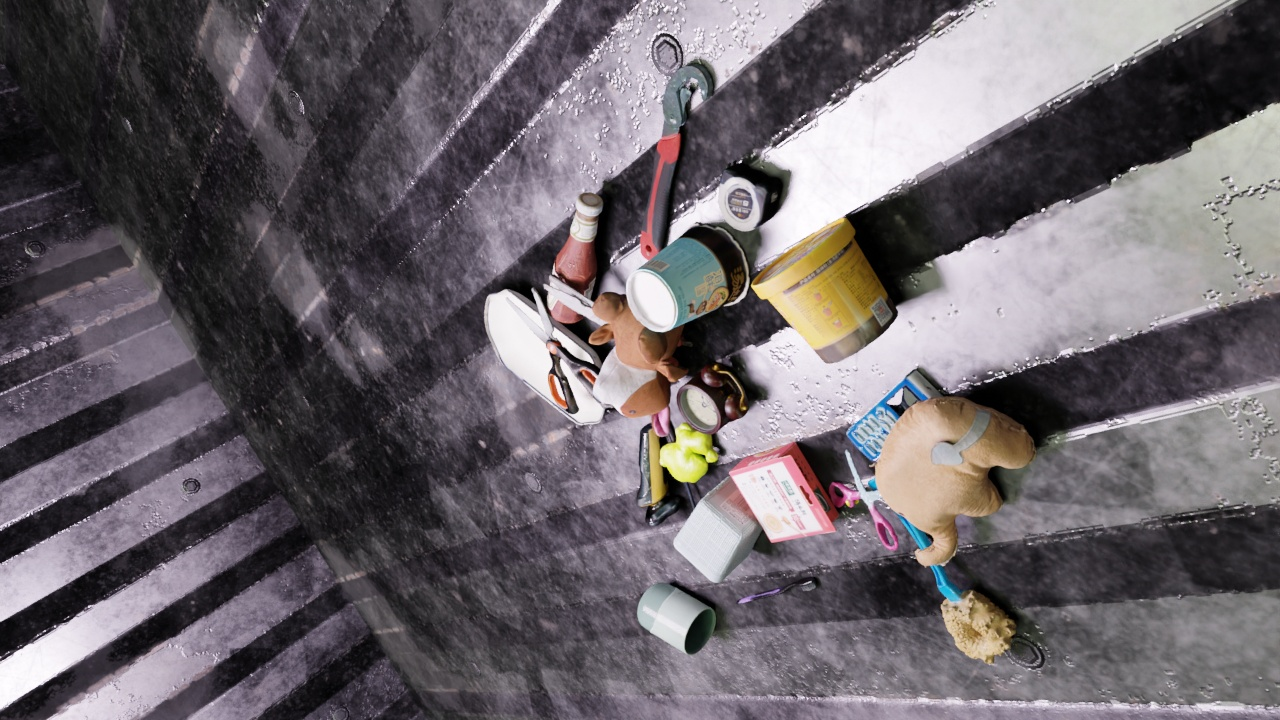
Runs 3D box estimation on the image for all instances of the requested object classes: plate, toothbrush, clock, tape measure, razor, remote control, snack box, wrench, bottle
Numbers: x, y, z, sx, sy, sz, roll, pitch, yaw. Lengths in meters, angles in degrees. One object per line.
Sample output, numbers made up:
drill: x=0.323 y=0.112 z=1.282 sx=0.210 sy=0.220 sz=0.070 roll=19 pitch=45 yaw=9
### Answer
plate: x=-0.141 y=-0.010 z=1.421 sx=0.266 sy=0.034 sz=0.162 roll=36 pitch=139 yaw=24
toothbrush: x=0.063 y=0.162 z=1.344 sx=0.016 sy=0.018 sz=0.181 roll=-7 pitch=110 yaw=43
clock: x=0.097 y=0.047 z=1.187 sx=0.082 sy=0.055 sz=0.122 roll=55 pitch=146 yaw=2
tape measure: x=0.119 y=-0.179 z=1.017 sx=0.066 sy=0.033 sz=0.066 roll=35 pitch=136 yaw=28
razor: x=0.024 y=0.167 z=1.366 sx=0.068 sy=0.062 sz=0.168 roll=2 pitch=116 yaw=12
toothbrush: x=0.194 y=0.338 z=1.332 sx=0.017 sy=0.014 sz=0.190 roll=45 pitch=143 yaw=-6
remote control: x=0.282 y=0.063 z=1.024 sx=0.049 sy=0.024 sz=0.125 roll=47 pitch=138 yaw=11
snack box: x=0.192 y=0.170 z=1.184 sx=0.127 sy=0.044 sz=0.113 roll=-27 pitch=95 yaw=54
wrench: x=0.033 y=-0.227 z=1.090 sx=0.056 sy=0.016 sz=0.274 roll=39 pitch=139 yaw=22
bottle: x=-0.086 y=-0.138 z=1.246 sx=0.060 sy=0.059 sz=0.207 roll=40 pitch=140 yaw=20

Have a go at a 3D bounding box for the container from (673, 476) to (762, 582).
container: x=0.116 y=0.232 z=1.278 sx=0.090 sy=0.089 sz=0.112 roll=40 pitch=138 yaw=19

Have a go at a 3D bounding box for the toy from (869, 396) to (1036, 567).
toy: x=0.319 y=0.129 z=0.983 sx=0.143 sy=0.082 sz=0.226 roll=23 pitch=135 yaw=15

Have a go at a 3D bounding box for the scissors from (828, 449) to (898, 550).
scissors: x=0.270 y=0.169 z=1.100 sx=0.134 sy=0.017 sz=0.134 roll=65 pitch=155 yaw=6

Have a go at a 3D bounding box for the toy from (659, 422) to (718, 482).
toy: x=0.068 y=0.135 z=1.297 sx=0.097 sy=0.031 sz=0.100 roll=19 pitch=123 yaw=32

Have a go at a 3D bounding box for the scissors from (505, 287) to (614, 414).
scissors: x=-0.118 y=0.001 z=1.338 sx=0.221 sy=0.021 sz=0.228 roll=34 pitch=144 yaw=17

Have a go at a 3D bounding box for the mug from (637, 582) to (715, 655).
mug: x=0.061 y=0.420 z=1.490 sx=0.106 sy=0.082 sz=0.112 roll=20 pitch=162 yaw=37

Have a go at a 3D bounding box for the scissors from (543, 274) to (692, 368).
scissors: x=-0.029 y=-0.057 z=1.233 sx=0.199 sy=0.015 sz=0.205 roll=-9 pitch=122 yaw=35

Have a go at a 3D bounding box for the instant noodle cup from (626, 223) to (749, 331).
instant noodle cup: x=0.050 y=-0.091 z=1.084 sx=0.111 sy=0.120 sz=0.111 roll=28 pitch=135 yaw=32

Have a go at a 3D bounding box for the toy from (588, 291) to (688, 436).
toy: x=-0.007 y=0.007 z=1.181 sx=0.140 sy=0.130 sz=0.200 roll=45 pitch=152 yaw=28

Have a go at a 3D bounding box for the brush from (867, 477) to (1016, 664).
brush: x=0.350 y=0.243 z=1.078 sx=0.254 sy=0.045 sz=0.083 roll=56 pitch=147 yaw=6

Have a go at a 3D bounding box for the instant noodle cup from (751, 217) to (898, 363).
instant noodle cup: x=0.196 y=-0.068 z=0.953 sx=0.114 sy=0.118 sz=0.119 roll=52 pitch=143 yaw=-7
